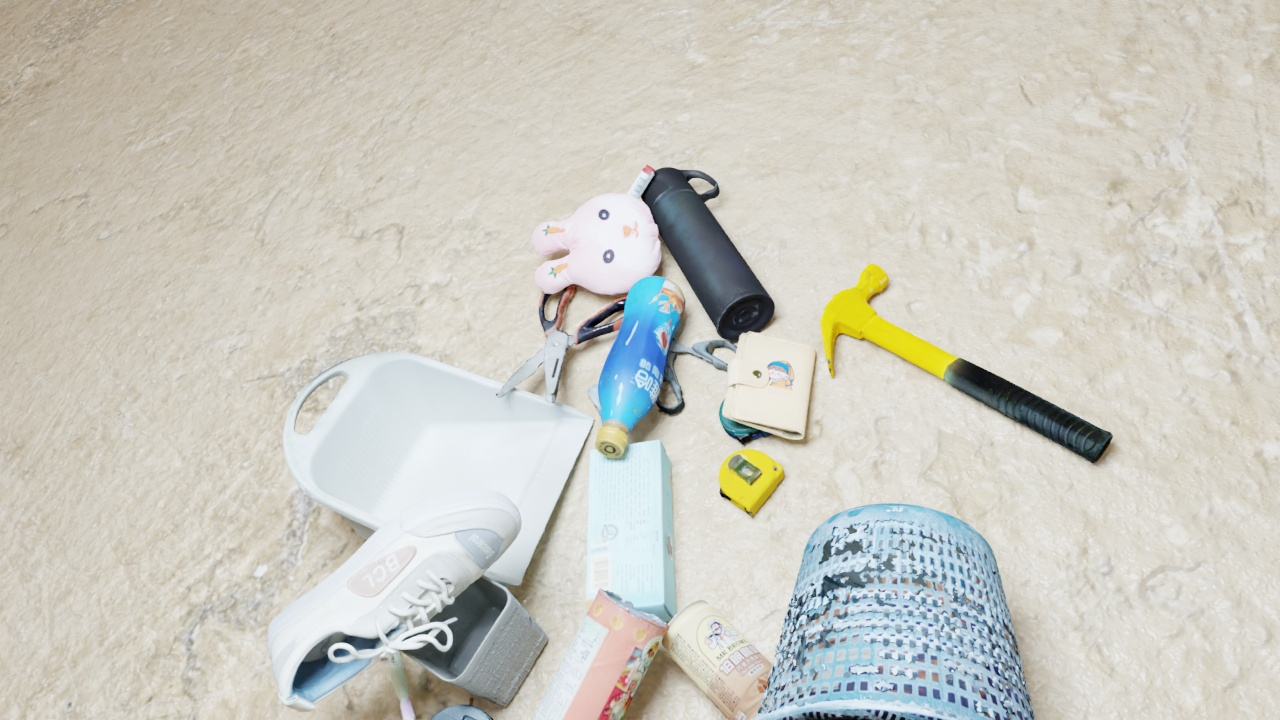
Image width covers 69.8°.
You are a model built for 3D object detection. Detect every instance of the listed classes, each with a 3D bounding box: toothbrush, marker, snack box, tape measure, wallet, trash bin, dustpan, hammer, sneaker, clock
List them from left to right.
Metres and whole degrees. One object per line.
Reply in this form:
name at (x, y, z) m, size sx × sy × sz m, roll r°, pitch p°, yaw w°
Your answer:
toothbrush at (-0.229, 0.295, 0.857) m, size 0.020 × 0.029 × 0.189 m, roll 7°, pitch 21°, yaw -26°
sneaker at (-0.200, 0.199, 0.754) m, size 0.242 × 0.089 × 0.090 m, roll -35°, pitch 37°, yaw -1°
dustpan at (-0.218, 0.087, 0.935) m, size 0.258 × 0.143 × 0.222 m, roll 0°, pitch 44°, yaw 24°
clock at (-0.158, 0.360, 0.800) m, size 0.082 × 0.055 × 0.121 m, roll 14°, pitch 63°, yaw 26°
marker at (-0.026, -0.169, 1.099) m, size 0.017 × 0.017 × 0.145 m, roll 42°, pitch 105°, yaw 36°
snack box at (-0.009, 0.165, 0.883) m, size 0.074 × 0.052 × 0.174 m, roll -9°, pitch 55°, yaw 12°
tape measure at (0.108, 0.055, 0.934) m, size 0.054 × 0.025 × 0.058 m, roll -18°, pitch 52°, yaw 6°
tape measure at (0.104, 0.113, 0.893) m, size 0.057 × 0.029 × 0.060 m, roll 32°, pitch 71°, yaw 34°
wallet at (0.129, 0.021, 0.927) m, size 0.087 × 0.024 × 0.114 m, roll 13°, pitch 52°, yaw 4°
trash bin at (0.193, 0.226, 0.688) m, size 0.227 × 0.227 × 0.194 m, roll -1°, pitch 44°, yaw 19°
hammer at (0.303, 0.010, 0.891) m, size 0.301 × 0.033 × 0.128 m, roll 33°, pitch 73°, yaw 34°

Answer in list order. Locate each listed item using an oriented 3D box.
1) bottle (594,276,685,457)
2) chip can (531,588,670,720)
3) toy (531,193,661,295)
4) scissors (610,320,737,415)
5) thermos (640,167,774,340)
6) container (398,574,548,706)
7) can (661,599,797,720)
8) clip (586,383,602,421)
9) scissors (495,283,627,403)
bottle at (-0.006, 0.006, 0.952) m, size 0.065 × 0.065 × 0.218 m, roll 1°, pitch 48°, yaw 20°
chip can at (-0.055, 0.301, 0.765) m, size 0.071 × 0.071 × 0.214 m, roll 23°, pitch 80°, yaw 31°
toy at (-0.054, -0.130, 1.070) m, size 0.160 × 0.054 × 0.121 m, roll -12°, pitch 77°, yaw 17°
scissors at (0.034, -0.011, 1.016) m, size 0.181 × 0.014 × 0.159 m, roll 7°, pitch 56°, yaw 26°
thermos at (0.079, -0.135, 1.045) m, size 0.090 × 0.068 × 0.242 m, roll -30°, pitch 52°, yaw 5°
container at (-0.150, 0.251, 0.834) m, size 0.090 × 0.114 × 0.090 m, roll 21°, pitch 66°, yaw 30°
can at (0.075, 0.263, 0.781) m, size 0.058 × 0.058 × 0.116 m, roll -43°, pitch 54°, yaw -12°
clip at (-0.041, 0.046, 0.998) m, size 0.027 × 0.043 × 0.058 m, roll -34°, pitch 49°, yaw -3°
scissors at (-0.084, -0.032, 1.040) m, size 0.226 × 0.015 × 0.189 m, roll -29°, pitch 43°, yaw -17°
